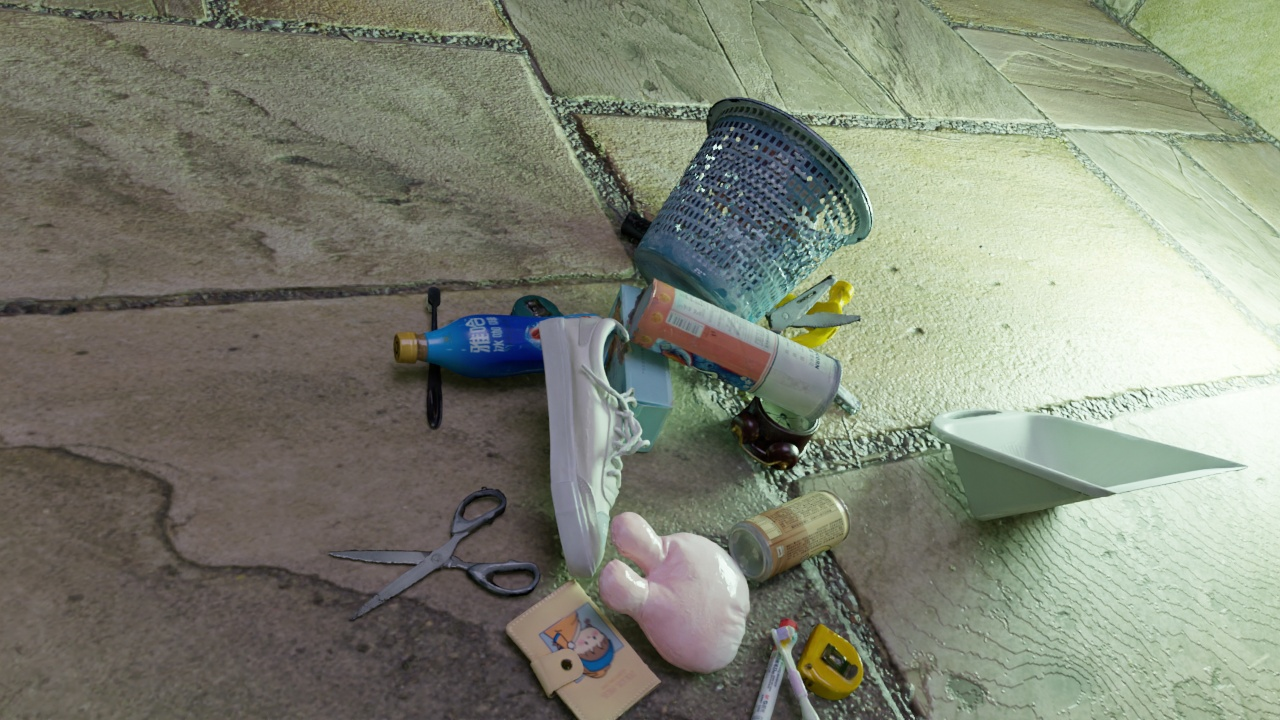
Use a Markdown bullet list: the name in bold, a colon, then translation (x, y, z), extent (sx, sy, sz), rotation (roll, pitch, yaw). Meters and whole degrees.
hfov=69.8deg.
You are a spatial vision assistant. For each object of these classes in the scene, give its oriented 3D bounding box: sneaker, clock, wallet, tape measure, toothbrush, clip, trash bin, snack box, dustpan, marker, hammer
- **sneaker**: translation (-0.038, 0.073, 0.832), extent (0.091, 0.090, 0.242), rotation (-5, 71, -2)
- **clock**: translation (0.142, 0.074, 0.979), extent (0.082, 0.055, 0.121), rotation (36, 41, 12)
- **wallet**: translation (-0.050, 0.243, 0.751), extent (0.087, 0.024, 0.115), rotation (-22, 61, -44)
- **tape measure**: translation (-0.115, -0.048, 1.005), extent (0.054, 0.025, 0.058), rotation (43, 45, 17)
- **toothbrush**: translation (0.149, 0.313, 0.761), extent (0.029, 0.020, 0.189), rotation (7, 51, -37)
- **tape measure**: translation (0.171, 0.271, 0.818), extent (0.057, 0.029, 0.059), rotation (33, 44, 8)
- **toothbrush**: translation (-0.210, -0.005, 0.929), extent (0.015, 0.018, 0.180), rotation (13, 45, -27)
- **clip**: translation (0.236, 0.042, 1.081), extent (0.058, 0.043, 0.026), rotation (43, 42, 8)
- **trash bin**: translation (0.106, -0.139, 1.014), extent (0.226, 0.227, 0.195), rotation (38, 80, 13)
- **snack box**: translation (-0.006, 0.006, 0.966), extent (0.051, 0.074, 0.174), rotation (12, 44, -15)
- **dustpan**: translation (0.457, 0.090, 1.010), extent (0.222, 0.258, 0.142), rotation (-4, 73, -28)
- **marker**: translation (0.110, 0.283, 0.788), extent (0.017, 0.017, 0.144), rotation (28, 43, 3)
- **hammer**: translation (0.111, -0.107, 1.145), extent (0.301, 0.033, 0.128), rotation (28, 60, 10)

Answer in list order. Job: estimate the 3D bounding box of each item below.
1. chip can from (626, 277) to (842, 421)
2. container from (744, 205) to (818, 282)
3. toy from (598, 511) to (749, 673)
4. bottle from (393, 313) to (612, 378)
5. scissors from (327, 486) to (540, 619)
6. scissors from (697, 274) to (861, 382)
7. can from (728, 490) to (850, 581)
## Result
- **chip can**: translation (0.094, -0.011, 0.928), extent (0.214, 0.071, 0.071), rotation (24, 42, -11)
- **container**: translation (0.179, -0.163, 1.208), extent (0.090, 0.090, 0.114), rotation (25, 39, 0)
- **toy**: translation (0.030, 0.195, 0.787), extent (0.159, 0.054, 0.121), rotation (36, 45, -22)
- **bottle**: translation (-0.138, -0.015, 0.928), extent (0.218, 0.065, 0.065), rotation (-1, 49, -28)
- **scissors**: translation (-0.168, 0.165, 0.780), extent (0.180, 0.014, 0.159), rotation (19, 43, -4)
- **scissors**: translation (0.149, -0.046, 1.084), extent (0.227, 0.015, 0.188), rotation (16, 59, 4)
- **can**: translation (0.144, 0.168, 0.886), extent (0.116, 0.059, 0.058), rotation (-15, 55, -34)
